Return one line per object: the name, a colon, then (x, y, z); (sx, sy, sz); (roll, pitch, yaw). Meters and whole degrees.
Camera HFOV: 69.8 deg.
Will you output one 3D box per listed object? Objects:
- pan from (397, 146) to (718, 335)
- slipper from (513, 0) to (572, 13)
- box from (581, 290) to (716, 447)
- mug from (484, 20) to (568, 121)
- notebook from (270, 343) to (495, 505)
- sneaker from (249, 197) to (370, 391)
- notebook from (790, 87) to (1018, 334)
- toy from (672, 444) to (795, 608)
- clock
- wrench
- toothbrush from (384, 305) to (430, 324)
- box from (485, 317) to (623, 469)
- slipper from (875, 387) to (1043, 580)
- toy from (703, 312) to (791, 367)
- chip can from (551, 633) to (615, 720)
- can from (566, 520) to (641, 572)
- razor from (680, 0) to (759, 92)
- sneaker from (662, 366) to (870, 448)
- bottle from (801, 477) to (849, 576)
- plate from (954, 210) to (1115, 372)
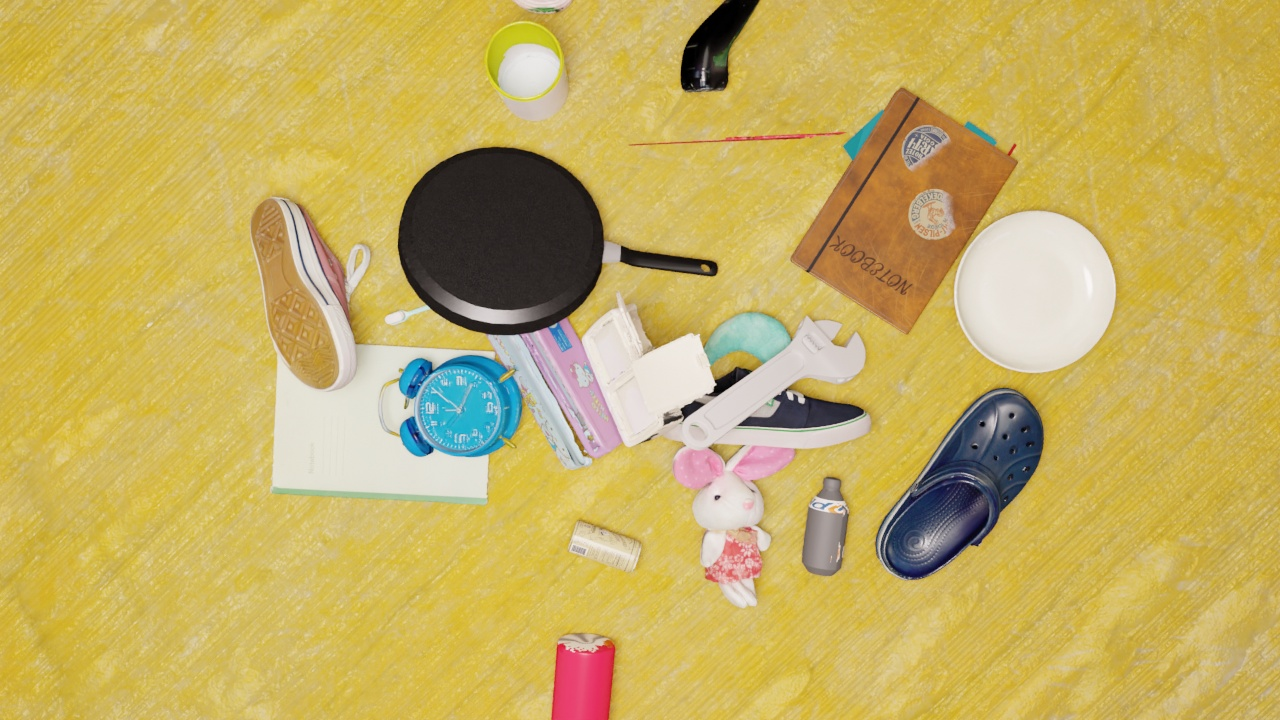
pan: (-0.085, -0.128, 1.010); (0.356, 0.034, 0.225); (7, 67, -8)
slipper: (-0.127, -0.509, 1.016); (0.094, 0.064, 0.239); (-7, 91, 0)
box: (-0.006, 0.006, 0.963); (0.068, 0.192, 0.143); (-18, 77, -32)
mug: (-0.122, -0.313, 1.002); (0.082, 0.106, 0.082); (0, 92, -1)
notebook: (-0.299, 0.072, 1.066); (0.252, 0.010, 0.182); (3, 93, 0)
sneaker: (-0.359, -0.072, 1.024); (0.118, 0.087, 0.241); (-31, 71, 23)
notebook: (0.299, -0.182, 1.054); (0.178, 0.014, 0.249); (32, 92, -1)
toy: (0.103, 0.180, 1.037); (0.159, 0.084, 0.194); (-2, 92, -28)
clock: (-0.213, 0.054, 1.027); (0.161, 0.060, 0.117); (-2, 95, 7)
wrench: (0.147, 0.029, 0.986); (0.272, 0.018, 0.086); (-33, 77, -34)
toothbrush: (-0.208, -0.074, 1.058); (0.180, 0.016, 0.016); (-19, 91, 0)
box: (-0.100, 0.019, 1.033); (0.096, 0.077, 0.214); (-30, 92, 2)
slipper: (0.368, 0.150, 1.031); (0.105, 0.095, 0.253); (38, 95, 1)
toy: (0.128, -0.014, 1.054); (0.105, 0.033, 0.085); (21, 101, -4)
chip can: (-0.071, 0.431, 1.053); (0.069, 0.069, 0.220); (5, 92, 0)
can: (-0.042, 0.215, 1.059); (0.079, 0.038, 0.038); (19, 92, -1)
razor: (0.097, -0.365, 1.035); (0.067, 0.054, 0.151); (38, 83, -30)
sneaker: (0.143, 0.048, 1.022); (0.235, 0.084, 0.079); (2, 101, -4)
bottle: (0.214, 0.190, 1.054); (0.047, 0.047, 0.112); (7, 93, -1)
plate: (0.444, -0.077, 1.049); (0.182, 0.034, 0.182); (0, 92, 0)
